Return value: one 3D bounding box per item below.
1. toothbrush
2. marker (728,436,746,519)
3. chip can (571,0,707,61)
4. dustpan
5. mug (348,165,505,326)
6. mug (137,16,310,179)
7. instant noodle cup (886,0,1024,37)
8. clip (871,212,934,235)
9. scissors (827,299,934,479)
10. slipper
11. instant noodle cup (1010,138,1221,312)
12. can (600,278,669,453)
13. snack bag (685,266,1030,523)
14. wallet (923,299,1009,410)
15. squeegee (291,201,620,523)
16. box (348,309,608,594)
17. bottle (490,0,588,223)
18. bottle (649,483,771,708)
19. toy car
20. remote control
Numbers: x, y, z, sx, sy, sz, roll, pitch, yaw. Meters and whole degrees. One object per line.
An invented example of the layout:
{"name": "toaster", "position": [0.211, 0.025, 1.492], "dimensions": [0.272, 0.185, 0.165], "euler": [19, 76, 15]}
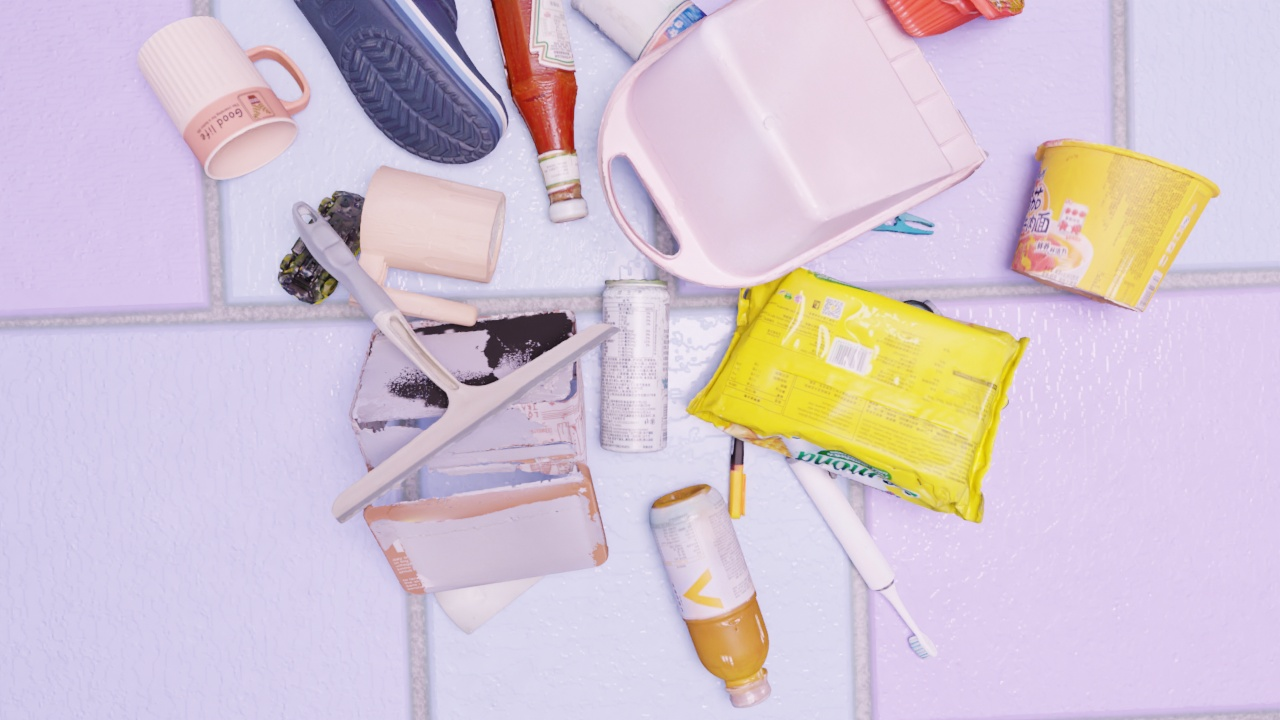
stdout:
{"name": "toothbrush", "position": [0.198, 0.171, 0.810], "dimensions": [0.026, 0.026, 0.221], "euler": [-32, 93, 39]}
{"name": "marker", "position": [0.087, 0.079, 0.810], "dimensions": [0.015, 0.018, 0.124], "euler": [2, 91, 0]}
{"name": "chip can", "position": [0.044, -0.253, 0.772], "dimensions": [0.214, 0.071, 0.071], "euler": [42, 91, -2]}
{"name": "dustpan", "position": [0.106, -0.186, 0.735], "dimensions": [0.272, 0.139, 0.222], "euler": [-28, 89, -35]}
{"name": "mug", "position": [-0.175, -0.093, 0.763], "dimensions": [0.103, 0.084, 0.124], "euler": [11, 71, -2]}
{"name": "mug", "position": [-0.341, -0.226, 0.771], "dimensions": [0.114, 0.082, 0.106], "euler": [-35, 91, -26]}
{"name": "instant noodle cup", "position": [0.233, -0.333, 0.739], "dimensions": [0.079, 0.188, 0.164], "euler": [-31, 91, 36]}
{"name": "clip", "position": [0.231, -0.120, 0.806], "dimensions": [0.057, 0.015, 0.049], "euler": [11, 90, 1]}
{"name": "scissors", "position": [0.185, 0.006, 0.789], "dimensions": [0.178, 0.019, 0.170], "euler": [-43, 75, -2]}
{"name": "slipper", "position": [-0.204, -0.277, 0.762], "dimensions": [0.253, 0.105, 0.095], "euler": [51, 49, -15]}
{"name": "instant noodle cup", "position": [0.379, -0.107, 0.754], "dimensions": [0.138, 0.138, 0.110], "euler": [19, 101, -1]}
{"name": "can", "position": [-0.005, 0.005, 0.786], "dimensions": [0.058, 0.058, 0.146], "euler": [1, 92, -1]}
{"name": "snack bag", "position": [0.177, 0.014, 0.745], "dimensions": [0.246, 0.068, 0.158], "euler": [20, 83, 13]}
{"name": "wallet", "position": [0.252, 0.022, 0.810], "dimensions": [0.097, 0.019, 0.121], "euler": [-39, 93, 3]}
{"name": "squeegee", "position": [-0.189, -0.032, 0.694], "dimensions": [0.245, 0.039, 0.246], "euler": [-37, 71, -27]}
{"name": "box", "position": [-0.124, 0.083, 0.766], "dimensions": [0.183, 0.156, 0.194], "euler": [-5, 128, 0]}
{"name": "bottle", "position": [-0.081, -0.221, 0.780], "dimensions": [0.060, 0.059, 0.206], "euler": [-11, 96, 0]}
{"name": "bottle", "position": [0.065, 0.203, 0.789], "dimensions": [0.068, 0.068, 0.189], "euler": [-19, 92, 0]}
{"name": "toy car", "position": [-0.269, -0.097, 0.795], "dimensions": [0.048, 0.032, 0.105], "euler": [30, 80, -1]}
{"name": "remote control", "position": [-0.117, 0.181, 0.811], "dimensions": [0.135, 0.019, 0.056], "euler": [-38, 92, 0]}
